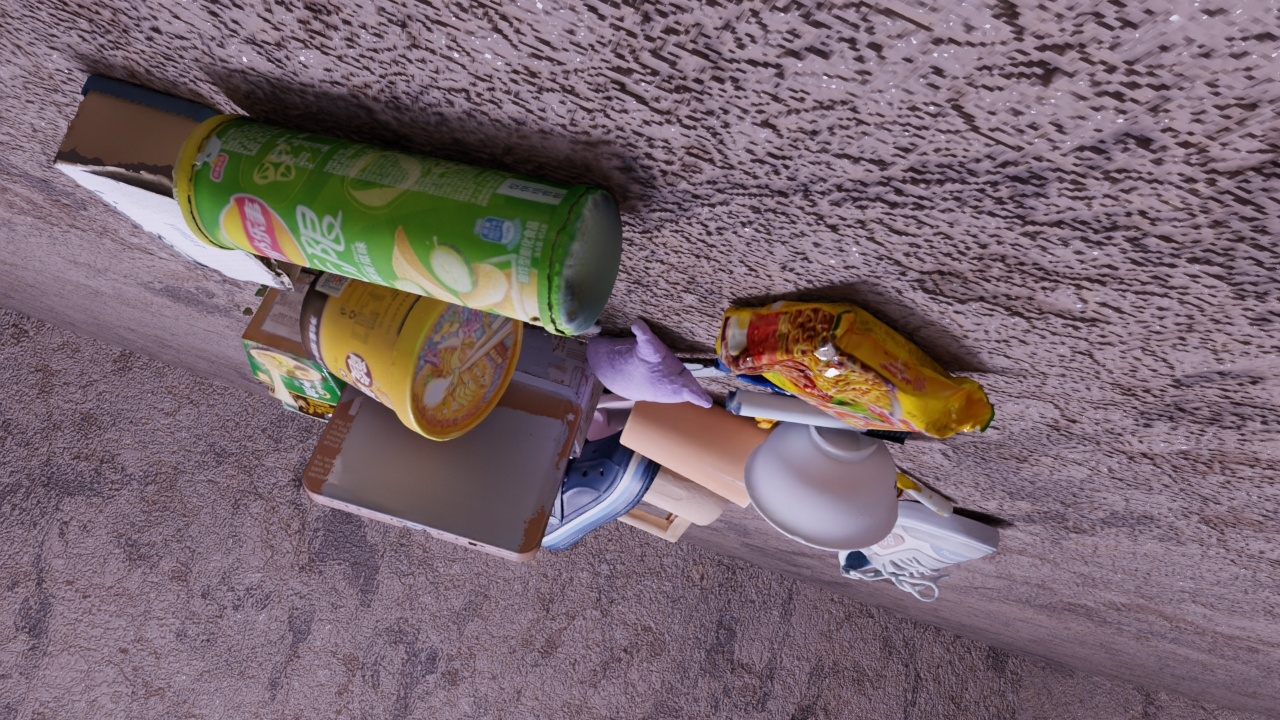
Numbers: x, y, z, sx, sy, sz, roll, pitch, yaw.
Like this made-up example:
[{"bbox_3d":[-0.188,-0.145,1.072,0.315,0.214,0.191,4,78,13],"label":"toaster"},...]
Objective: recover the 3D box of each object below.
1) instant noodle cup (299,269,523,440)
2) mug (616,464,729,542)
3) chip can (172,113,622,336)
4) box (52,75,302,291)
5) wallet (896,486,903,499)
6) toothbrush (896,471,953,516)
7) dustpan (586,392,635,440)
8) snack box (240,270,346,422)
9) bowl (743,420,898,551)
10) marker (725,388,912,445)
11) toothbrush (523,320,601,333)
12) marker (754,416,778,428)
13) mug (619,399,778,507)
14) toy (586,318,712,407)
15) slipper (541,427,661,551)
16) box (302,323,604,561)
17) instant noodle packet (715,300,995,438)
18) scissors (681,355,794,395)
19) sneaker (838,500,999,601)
[{"bbox_3d":[-0.162,-0.019,0.639,0.114,0.118,0.118,22,169,23],"label":"instant noodle cup"},{"bbox_3d":[0.028,0.142,1.028,0.103,0.125,0.084,26,-156,-25],"label":"mug"},{"bbox_3d":[-0.117,-0.069,0.452,0.221,0.072,0.072,14,167,17],"label":"chip can"},{"bbox_3d":[-0.270,-0.102,0.560,0.090,0.059,0.184,17,165,3],"label":"box"},{"bbox_3d":[0.184,0.120,0.913,0.108,0.031,0.132,18,166,-7],"label":"wallet"},{"bbox_3d":[0.237,0.110,0.833,0.191,0.016,0.018,30,174,-40],"label":"toothbrush"},{"bbox_3d":[-0.139,0.083,0.957,0.273,0.138,0.223,17,167,6],"label":"dustpan"},{"bbox_3d":[-0.290,-0.018,0.835,0.117,0.118,0.106,17,157,7],"label":"snack box"},{"bbox_3d":[0.139,0.072,0.668,0.118,0.118,0.065,16,129,8],"label":"bowl"},{"bbox_3d":[0.124,0.039,0.635,0.130,0.022,0.018,8,-172,-2],"label":"marker"},{"bbox_3d":[-0.112,-0.042,0.687,0.180,0.016,0.016,12,168,17],"label":"toothbrush"},{"bbox_3d":[0.101,0.040,0.705,0.018,0.015,0.124,14,171,4],"label":"marker"},{"bbox_3d":[0.049,0.067,0.793,0.123,0.078,0.078,23,167,2],"label":"mug"},{"bbox_3d":[-0.004,0.004,0.669,0.084,0.038,0.108,50,158,-22],"label":"toy"},{"bbox_3d":[-0.057,0.118,0.965,0.095,0.104,0.254,34,138,-12],"label":"slipper"},{"bbox_3d":[-0.137,0.058,0.759,0.180,0.226,0.157,16,150,1],"label":"box"},{"bbox_3d":[0.116,0.007,0.514,0.128,0.044,0.111,25,170,-29],"label":"instant noodle packet"},{"bbox_3d":[0.068,0.010,0.659,0.141,0.012,0.171,18,169,0],"label":"scissors"},{"bbox_3d":[0.286,0.207,0.997,0.089,0.090,0.243,21,166,-14],"label":"sneaker"}]
